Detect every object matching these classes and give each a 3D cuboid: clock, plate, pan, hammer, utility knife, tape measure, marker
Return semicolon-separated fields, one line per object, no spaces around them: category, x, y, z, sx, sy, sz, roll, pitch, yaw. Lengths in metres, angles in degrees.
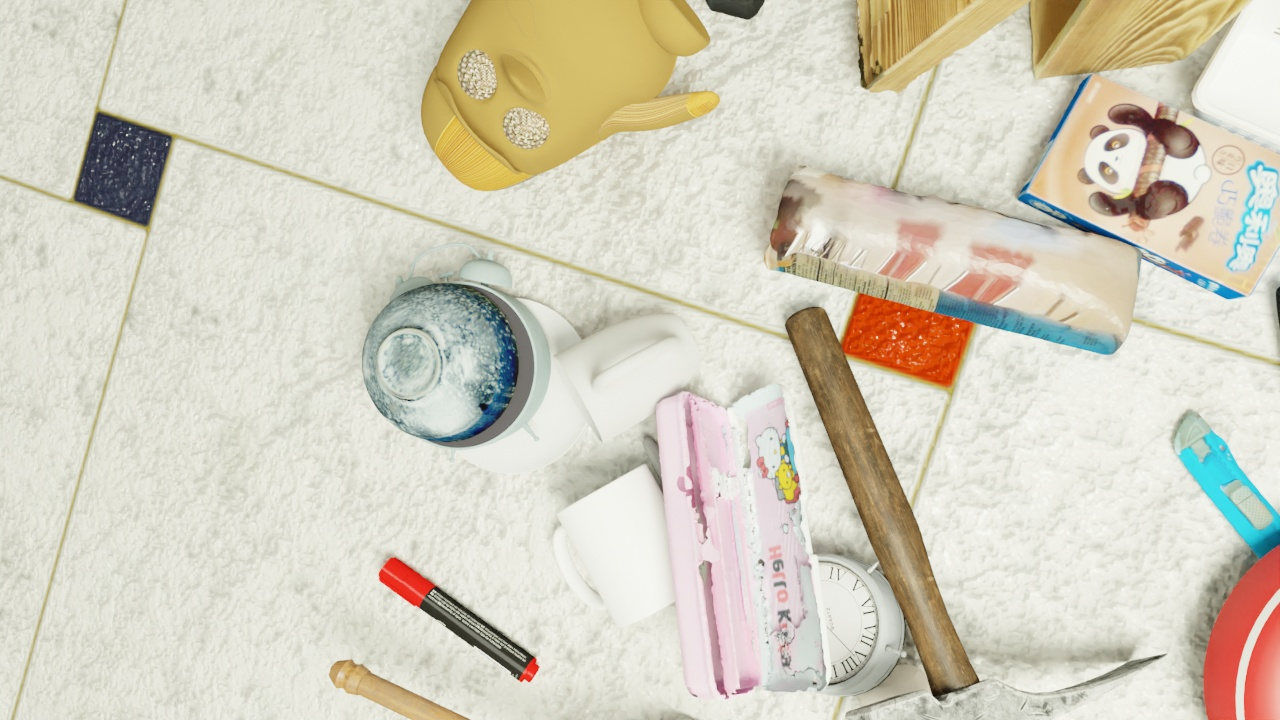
clock;-0.132;-0.009;0.684;0.123;0.045;0.159;-15;87;13
plate;-0.099;0.019;0.706;0.135;0.011;0.134;0;91;13
pan;0.441;0.128;0.553;0.209;0.067;0.356;-12;91;4
hammer;-0.076;0.274;0.627;0.318;0.162;0.083;20;95;12
utility knife;0.404;0.109;0.591;0.031;0.015;0.173;-39;84;12
tape measure;0.072;-0.275;0.633;0.042;0.072;0.071;16;66;7
marker;0.036;0.116;0.671;0.016;0.022;0.138;-32;85;24
clock;0.119;0.182;0.629;0.123;0.035;0.094;-22;62;27
marker;-0.141;0.203;0.714;0.145;0.021;0.024;32;120;11
hammer;0.194;0.094;0.609;0.217;0.037;0.300;-10;68;-21

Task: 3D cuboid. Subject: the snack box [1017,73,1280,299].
snack box;0.337;-0.112;0.593;0.151;0.034;0.087;29;96;10

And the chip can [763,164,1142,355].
chip can;0.201;-0.068;0.603;0.230;0.079;0.080;16;94;12

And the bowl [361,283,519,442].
bowl;-0.147;0.003;0.633;0.114;0.060;0.114;1;93;14

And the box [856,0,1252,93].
box;0.224;-0.322;0.501;0.215;0.257;0.279;-2;90;10

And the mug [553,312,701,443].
mug;-0.004;0.004;0.635;0.089;0.107;0.071;-29;87;-9

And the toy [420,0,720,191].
toy;-0.069;-0.201;0.629;0.204;0.162;0.198;-38;100;22

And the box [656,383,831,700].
box;0.076;0.116;0.608;0.095;0.088;0.201;-15;70;25

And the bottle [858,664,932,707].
bottle;0.191;0.284;0.623;0.051;0.051;0.146;-19;87;12

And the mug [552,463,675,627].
mug;-0.019;0.139;0.665;0.111;0.073;0.090;-34;83;37

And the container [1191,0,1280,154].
container;0.413;-0.163;0.567;0.129;0.049;0.081;29;97;11
